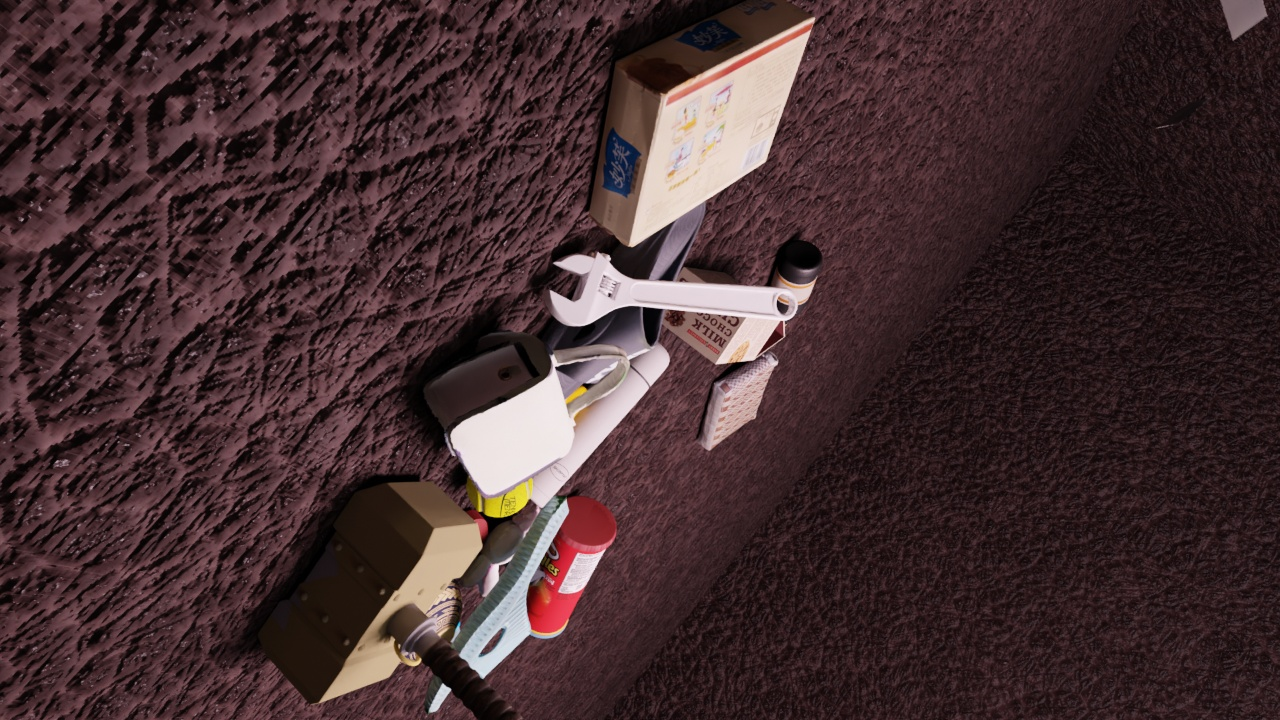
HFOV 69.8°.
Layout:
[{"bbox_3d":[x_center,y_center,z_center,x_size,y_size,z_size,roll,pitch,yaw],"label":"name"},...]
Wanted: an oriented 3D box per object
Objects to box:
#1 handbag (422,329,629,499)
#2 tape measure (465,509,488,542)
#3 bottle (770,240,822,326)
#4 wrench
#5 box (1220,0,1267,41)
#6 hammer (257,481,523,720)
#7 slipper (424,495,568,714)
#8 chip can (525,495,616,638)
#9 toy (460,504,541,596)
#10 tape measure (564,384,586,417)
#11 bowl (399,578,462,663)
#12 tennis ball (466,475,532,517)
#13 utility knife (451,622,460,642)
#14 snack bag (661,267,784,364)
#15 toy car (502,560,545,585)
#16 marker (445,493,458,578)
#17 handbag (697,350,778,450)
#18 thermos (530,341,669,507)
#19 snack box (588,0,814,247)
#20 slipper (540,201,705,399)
[{"bbox_3d":[-0.092,0.030,0.813,0.176,0.074,0.151,-28,150,-11],"label":"handbag"},{"bbox_3d":[-0.188,0.182,0.985,0.058,0.019,0.051,-17,140,-45],"label":"tape measure"},{"bbox_3d":[0.218,-0.096,1.353,0.059,0.059,0.182,-41,158,-29],"label":"bottle"},{"bbox_3d":[0.037,-0.060,0.851,0.272,0.018,0.066,2,90,-30],"label":"wrench"},{"bbox_3d":[1.365,-0.811,1.966,0.166,0.528,0.234,-34,152,-25],"label":"box"},{"bbox_3d":[-0.146,0.271,0.771,0.190,0.325,0.100,-54,161,7],"label":"hammer"},{"bbox_3d":[-0.146,0.276,1.017,0.275,0.069,0.116,-57,177,-13],"label":"slipper"},{"bbox_3d":[-0.107,0.286,1.259,0.086,0.087,0.214,-29,152,-48],"label":"chip can"},{"bbox_3d":[-0.162,0.219,1.083,0.125,0.037,0.076,-54,158,-10],"label":"toy"},{"bbox_3d":[-0.082,0.046,0.969,0.068,0.030,0.059,-38,159,-36],"label":"tape measure"},{"bbox_3d":[-0.232,0.280,0.979,0.112,0.061,0.113,-40,152,-27],"label":"bowl"},{"bbox_3d":[-0.141,0.124,0.918,0.065,0.065,0.065,-44,160,-21],"label":"tennis ball"},{"bbox_3d":[-0.239,0.319,1.119,0.031,0.015,0.207,-42,155,-22],"label":"utility knife"},{"bbox_3d":[0.110,-0.055,1.127,0.070,0.094,0.206,-58,160,16],"label":"snack bag"},{"bbox_3d":[-0.150,0.258,1.170,0.034,0.046,0.112,-45,159,-5],"label":"toy car"},{"bbox_3d":[-0.197,0.182,0.941,0.013,0.013,0.142,-39,148,-33],"label":"marker"},{"bbox_3d":[0.158,0.065,1.529,0.123,0.047,0.186,-33,154,-26],"label":"handbag"},{"bbox_3d":[-0.054,0.064,1.026,0.224,0.052,0.052,-48,161,-10],"label":"thermos"},{"bbox_3d":[0.051,-0.206,0.779,0.206,0.055,0.154,-37,156,-36],"label":"snack box"},{"bbox_3d":[-0.006,-0.049,0.897,0.268,0.083,0.110,-53,163,0],"label":"slipper"}]
